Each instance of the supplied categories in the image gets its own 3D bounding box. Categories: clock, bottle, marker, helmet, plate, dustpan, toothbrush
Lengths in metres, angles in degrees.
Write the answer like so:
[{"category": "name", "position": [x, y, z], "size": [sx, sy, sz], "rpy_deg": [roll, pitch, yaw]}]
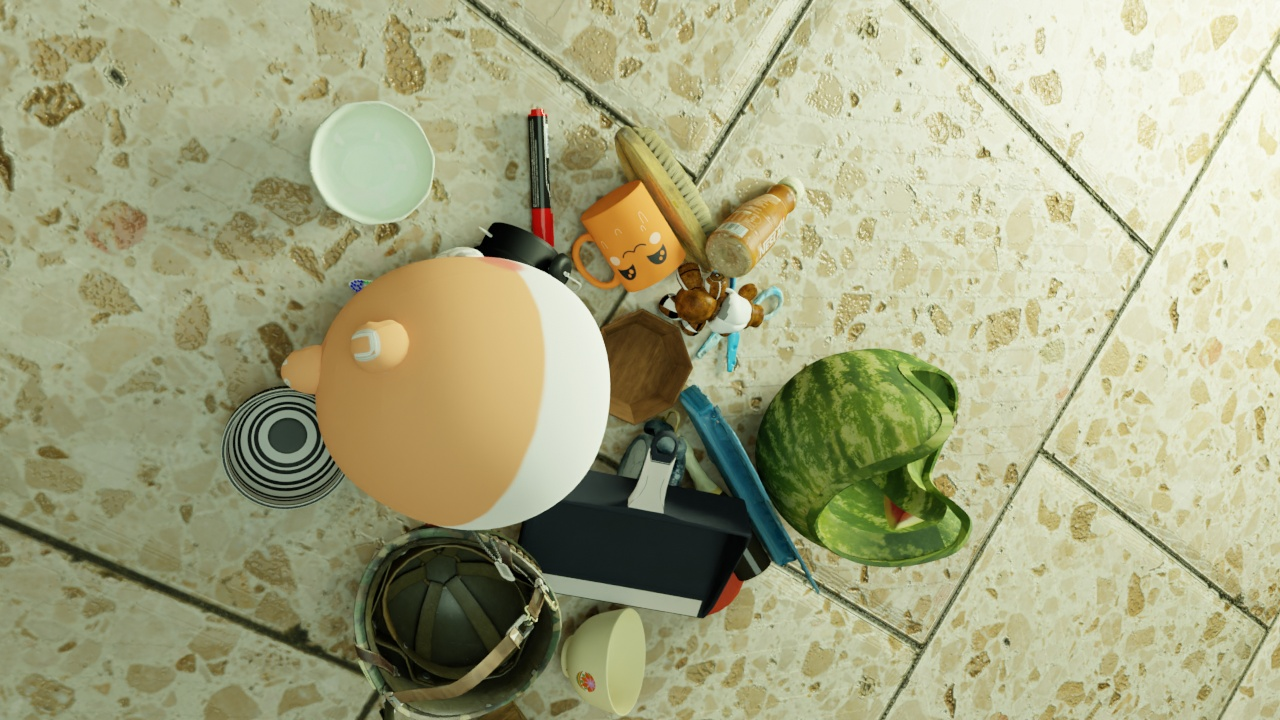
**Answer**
[{"category": "clock", "position": [-0.118, -0.100, 0.958], "size": [0.120, 0.091, 0.042], "rpy_deg": [26, 78, -10]}, {"category": "bottle", "position": [0.137, -0.159, 1.043], "size": [0.166, 0.059, 0.059], "rpy_deg": [-47, 115, -37]}, {"category": "bottle", "position": [0.090, 0.174, 1.097], "size": [0.045, 0.045, 0.184], "rpy_deg": [-31, 91, -14]}, {"category": "marker", "position": [-0.107, -0.194, 0.984], "size": [0.023, 0.021, 0.145], "rpy_deg": [-11, 104, -43]}, {"category": "helmet", "position": [0.254, 0.100, 1.062], "size": [0.244, 0.246, 0.213], "rpy_deg": [-14, 124, 16]}, {"category": "plate", "position": [-0.007, 0.006, 1.052], "size": [0.131, 0.025, 0.131], "rpy_deg": [-5, 104, -19]}, {"category": "dustpan", "position": [-0.005, 0.177, 0.980], "size": [0.236, 0.080, 0.274], "rpy_deg": [12, 114, -7]}, {"category": "clock", "position": [0.017, 0.117, 1.050], "size": [0.052, 0.090, 0.129], "rpy_deg": [25, 96, -18]}, {"category": "toothbrush", "position": [-0.212, -0.062, 0.967], "size": [0.186, 0.016, 0.015], "rpy_deg": [11, 95, -23]}, {"category": "helmet", "position": [-0.183, 0.259, 0.909], "size": [0.192, 0.236, 0.224], "rpy_deg": [-36, 128, -7]}]

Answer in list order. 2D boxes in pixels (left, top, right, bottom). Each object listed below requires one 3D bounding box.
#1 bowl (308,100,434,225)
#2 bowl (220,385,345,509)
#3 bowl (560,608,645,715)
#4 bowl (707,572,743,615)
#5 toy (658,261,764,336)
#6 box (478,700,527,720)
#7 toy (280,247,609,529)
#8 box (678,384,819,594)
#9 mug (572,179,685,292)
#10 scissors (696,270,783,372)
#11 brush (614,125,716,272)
[{"category": "bowl", "position": [-0.265, -0.192, 0.899], "size": [0.117, 0.061, 0.117], "rpy_deg": [-4, 101, -21]}, {"category": "bowl", "position": [-0.349, 0.081, 0.909], "size": [0.120, 0.066, 0.120], "rpy_deg": [-4, 100, -21]}, {"category": "bowl", "position": [-0.049, 0.346, 1.066], "size": [0.074, 0.117, 0.118], "rpy_deg": [-2, 103, 21]}, {"category": "bowl", "position": [0.082, 0.263, 1.130], "size": [0.121, 0.035, 0.122], "rpy_deg": [-4, 100, -21]}, {"category": "toy", "position": [0.087, -0.063, 1.054], "size": [0.112, 0.067, 0.087], "rpy_deg": [6, 130, -30]}, {"category": "box", "position": [-0.178, 0.559, 0.983], "size": [0.279, 0.221, 0.259], "rpy_deg": [-34, 108, -12]}, {"category": "toy", "position": [-0.171, 0.022, 0.856], "size": [0.280, 0.264, 0.265], "rpy_deg": [15, 69, -44]}, {"category": "box", "position": [0.125, 0.145, 1.052], "size": [0.033, 0.174, 0.231], "rpy_deg": [-31, 108, -4]}, {"category": "mug", "position": [-0.022, -0.128, 1.007], "size": [0.113, 0.077, 0.096], "rpy_deg": [-27, 111, 17]}, {"category": "scissors", "position": [0.106, -0.057, 1.099], "size": [0.137, 0.012, 0.127], "rpy_deg": [-44, 111, -7]}, {"category": "brush", "position": [0.034, -0.180, 1.021], "size": [0.043, 0.059, 0.195], "rpy_deg": [-46, 117, -21]}]
